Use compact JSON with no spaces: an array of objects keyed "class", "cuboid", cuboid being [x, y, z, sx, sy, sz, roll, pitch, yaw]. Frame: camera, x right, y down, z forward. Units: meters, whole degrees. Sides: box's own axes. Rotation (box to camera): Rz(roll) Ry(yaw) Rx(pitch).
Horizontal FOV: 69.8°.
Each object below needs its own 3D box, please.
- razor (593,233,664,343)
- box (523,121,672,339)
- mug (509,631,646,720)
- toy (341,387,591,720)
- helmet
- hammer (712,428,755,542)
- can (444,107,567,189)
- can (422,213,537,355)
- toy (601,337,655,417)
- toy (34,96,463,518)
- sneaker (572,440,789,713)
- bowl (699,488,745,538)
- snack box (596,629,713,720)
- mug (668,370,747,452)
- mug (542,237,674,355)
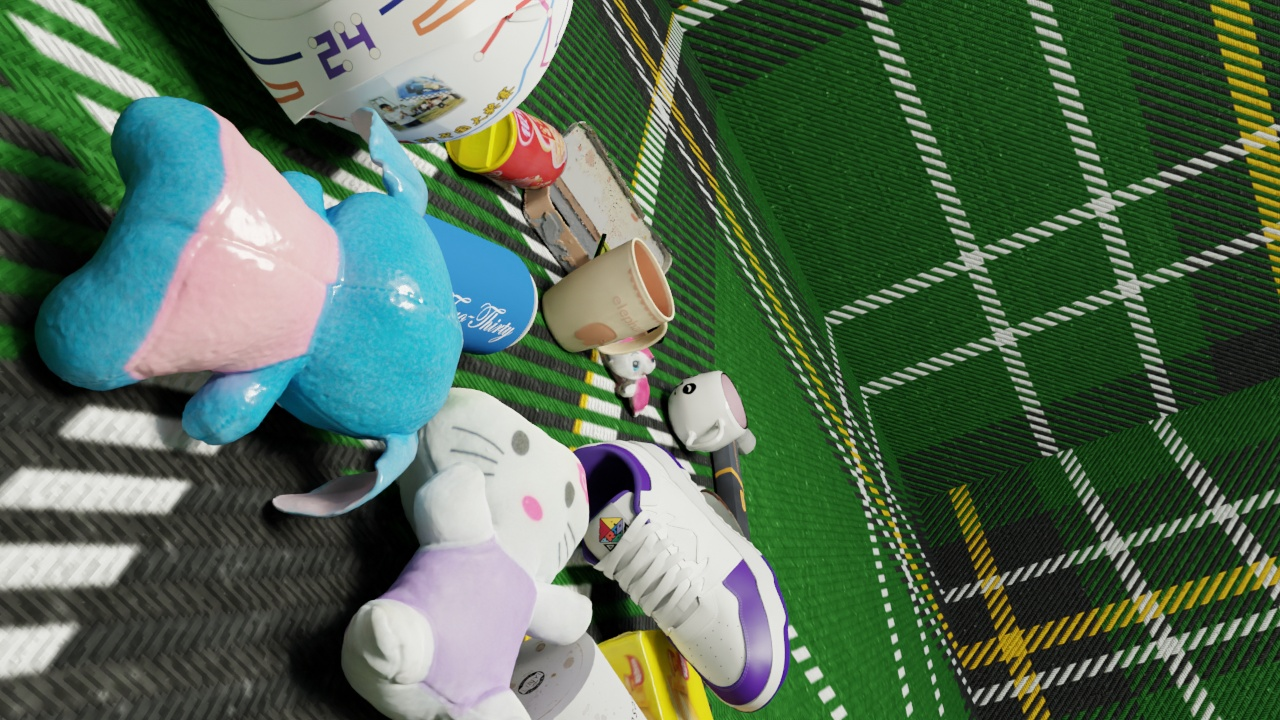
[{"class":"razor","cuboid":[-0.010,-0.067,0.960,0.144,0.021,0.044,55,39,-39]},{"class":"box","cuboid":[-0.041,-0.132,0.991,0.216,0.071,0.156,52,51,-38]},{"class":"mug","cuboid":[-0.039,0.211,0.540,0.096,0.083,0.119,60,10,-19]},{"class":"toy","cuboid":[-0.089,0.111,0.506,0.137,0.086,0.208,47,28,-24]},{"class":"helmet","cuboid":[-0.164,-0.288,0.546,0.235,0.231,0.314,-20,93,-69]},{"class":"hammer","cuboid":[0.113,0.167,1.111,0.139,0.035,0.311,51,24,-36]},{"class":"can","cuboid":[-0.120,-0.196,0.834,0.066,0.067,0.124,68,17,5]},{"class":"can","cuboid":[-0.131,-0.049,0.596,0.146,0.079,0.079,16,53,-68]},{"class":"toy","cuboid":[-0.006,0.006,0.951,0.065,0.050,0.102,-19,91,-77]},{"class":"toy","cuboid":[-0.162,-0.043,0.434,0.191,0.099,0.223,27,62,-52]},{"class":"sneaker","cuboid":[0.016,0.149,0.692,0.111,0.092,0.244,21,26,-47]},{"class":"bowl","cuboid":[0.064,0.204,0.882,0.151,0.057,0.150,55,21,-33]},{"class":"snack box","cuboid":[0.028,0.302,0.678,0.092,0.042,0.200,29,41,-60]},{"class":"mug","cuboid":[0.072,0.068,1.043,0.090,0.076,0.123,60,19,-20]},{"class":"mug","cuboid":[-0.025,-0.046,0.859,0.111,0.104,0.085,51,24,-43]}]
